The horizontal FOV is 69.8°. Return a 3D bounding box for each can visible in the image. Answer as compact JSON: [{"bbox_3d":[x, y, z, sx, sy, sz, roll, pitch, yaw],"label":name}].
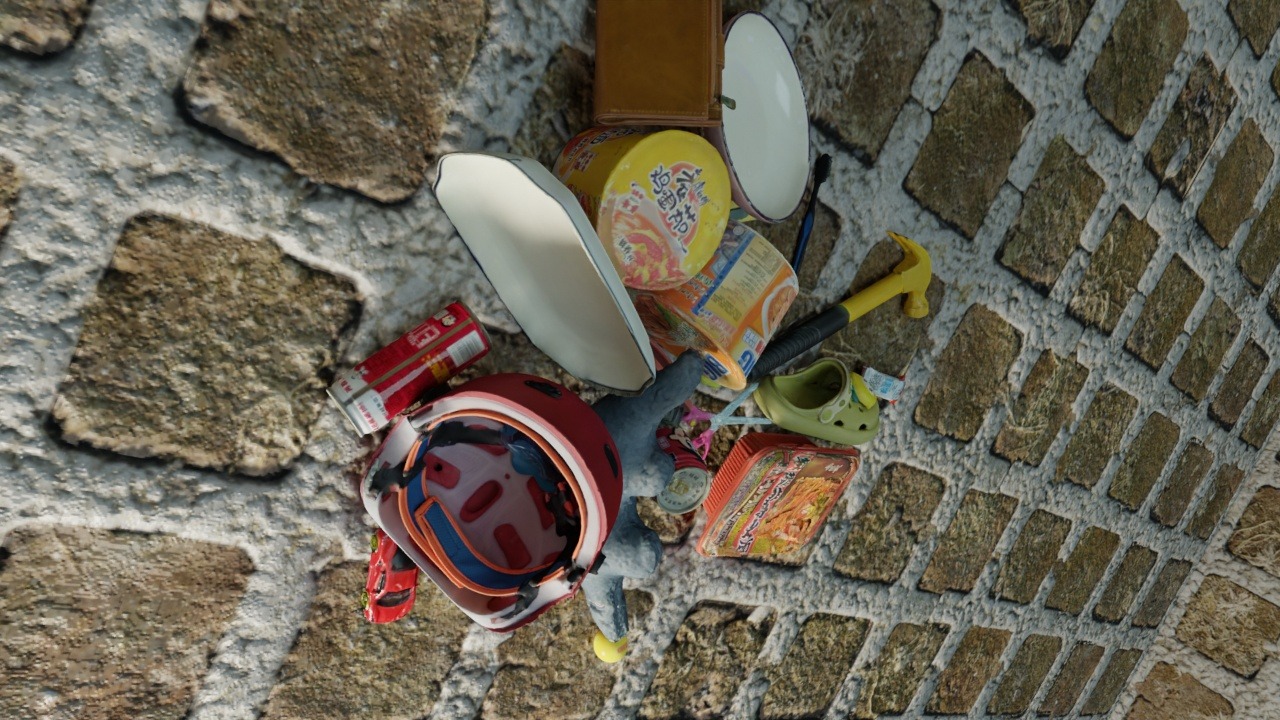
[{"bbox_3d":[-0.193,0.006,0.771,0.132,0.053,0.053,-37,129,-18],"label":"can"},{"bbox_3d":[0.029,0.108,0.956,0.066,0.093,0.067,-11,125,-16],"label":"can"}]

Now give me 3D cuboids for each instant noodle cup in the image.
[{"bbox_3d":[0.072,-0.061,0.880,0.111,0.151,0.151,-51,132,-11],"label":"instant noodle cup"},{"bbox_3d":[-0.008,-0.142,0.801,0.137,0.110,0.138,-18,122,-31],"label":"instant noodle cup"},{"bbox_3d":[0.154,0.152,1.078,0.188,0.079,0.165,8,121,-39],"label":"instant noodle cup"}]

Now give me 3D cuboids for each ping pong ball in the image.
[{"bbox_3d":[-0.034,0.329,1.064,0.040,0.040,0.040,-17,121,-31],"label":"ping pong ball"}]

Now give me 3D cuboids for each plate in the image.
[{"bbox_3d":[0.104,-0.223,0.856,0.192,0.039,0.192,6,83,-56],"label":"plate"},{"bbox_3d":[-0.070,-0.072,0.761,0.034,0.162,0.266,-51,132,-26],"label":"plate"}]

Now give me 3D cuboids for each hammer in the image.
[{"bbox_3d":[0.237,-0.054,1.086,0.300,0.033,0.129,-29,126,-23],"label":"hammer"}]

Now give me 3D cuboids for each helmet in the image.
[{"bbox_3d":[-0.105,0.097,0.790,0.241,0.207,0.143,-42,-175,34],"label":"helmet"}]

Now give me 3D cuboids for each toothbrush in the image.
[{"bbox_3d":[0.182,-0.135,1.017,0.016,0.014,0.190,-20,127,-58],"label":"toothbrush"}]

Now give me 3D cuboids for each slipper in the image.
[{"bbox_3d":[0.220,0.043,1.075,0.190,0.091,0.082,9,131,-35],"label":"slipper"}]

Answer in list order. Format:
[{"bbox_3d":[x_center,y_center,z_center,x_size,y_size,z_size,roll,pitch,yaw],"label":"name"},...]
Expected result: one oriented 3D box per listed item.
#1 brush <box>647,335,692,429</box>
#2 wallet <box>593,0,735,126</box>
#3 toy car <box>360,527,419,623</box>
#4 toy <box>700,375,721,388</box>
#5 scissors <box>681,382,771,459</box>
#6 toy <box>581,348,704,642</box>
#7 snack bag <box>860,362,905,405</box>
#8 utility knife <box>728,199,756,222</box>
[{"bbox_3d":[-0.005,0.005,0.916,0.146,0.063,0.069,50,48,-40],"label":"brush"},{"bbox_3d":[0.022,-0.256,0.751,0.119,0.035,0.130,2,81,-6],"label":"wallet"},{"bbox_3d":[-0.229,0.201,0.857,0.049,0.031,0.106,1,113,-37],"label":"toy car"},{"bbox_3d":[0.081,-0.019,0.984,0.100,0.031,0.097,17,102,-39],"label":"toy"},{"bbox_3d":[0.081,0.072,1.014,0.133,0.017,0.130,3,123,-13],"label":"scissors"},{"bbox_3d":[-0.030,0.133,0.904,0.091,0.138,0.357,-45,150,-58],"label":"toy"},{"bbox_3d":[0.312,0.031,1.190,0.104,0.026,0.048,10,99,-40],"label":"snack bag"},{"bbox_3d":[0.086,-0.149,0.939,0.189,0.020,0.031,-14,115,-27],"label":"utility knife"}]
